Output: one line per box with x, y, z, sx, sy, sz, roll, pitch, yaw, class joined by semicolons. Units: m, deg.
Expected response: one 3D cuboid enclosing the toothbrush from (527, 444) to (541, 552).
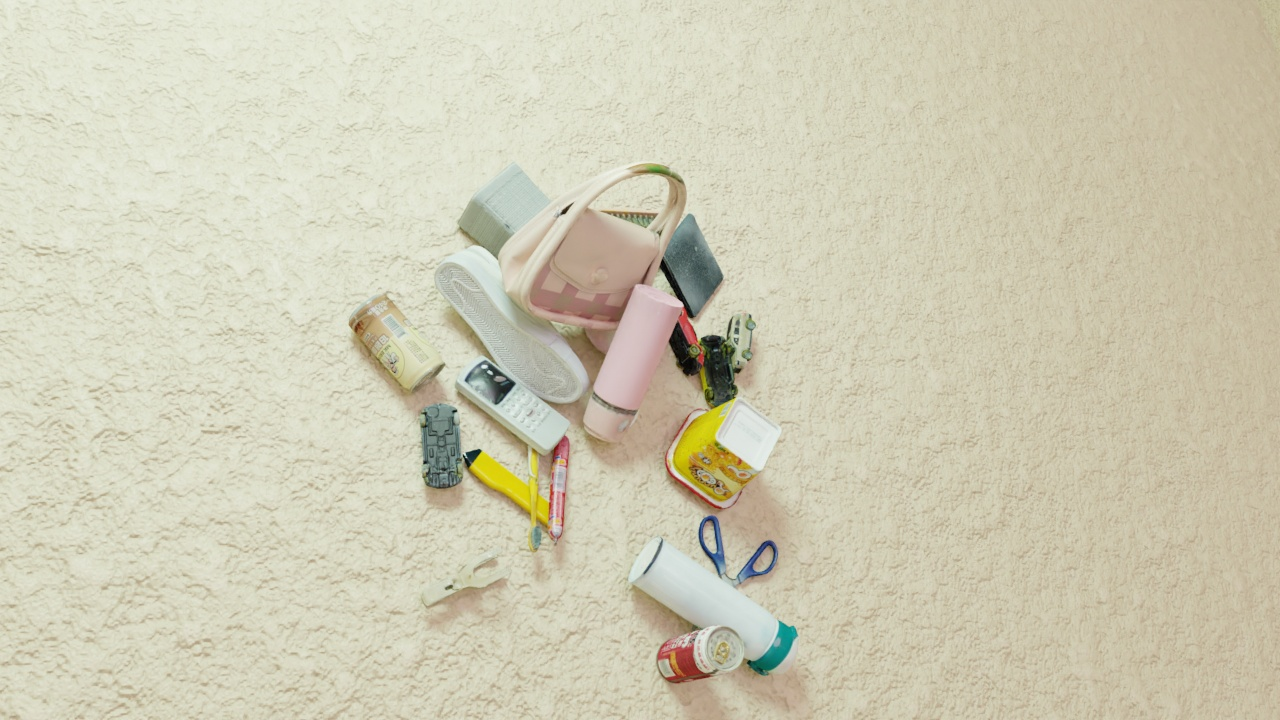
-0.128;0.142;1.118;0.016;0.018;0.191;16;52;-27;toothbrush

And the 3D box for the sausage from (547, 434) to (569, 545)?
-0.101;0.155;1.127;0.020;0.020;0.155;15;52;-18;sausage

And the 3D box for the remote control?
-0.159;0.054;1.144;0.150;0.021;0.058;37;47;2;remote control

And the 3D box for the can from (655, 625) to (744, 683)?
0.068;0.342;1.064;0.053;0.133;0.053;10;64;-20;can

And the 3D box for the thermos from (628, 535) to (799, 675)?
0.093;0.306;1.124;0.224;0.073;0.073;36;58;-7;thermos

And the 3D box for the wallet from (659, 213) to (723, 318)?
0.074;-0.135;1.320;0.097;0.019;0.121;-52;126;-32;wallet

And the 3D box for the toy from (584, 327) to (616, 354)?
-0.032;-0.076;1.259;0.121;0.054;0.159;-17;68;-27;toy

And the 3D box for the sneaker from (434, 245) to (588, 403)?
-0.153;-0.049;1.176;0.242;0.090;0.090;47;34;-7;sneaker

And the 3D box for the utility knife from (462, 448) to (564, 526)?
-0.154;0.159;1.115;0.154;0.015;0.033;39;48;-4;utility knife

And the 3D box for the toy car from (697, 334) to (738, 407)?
0.104;0.016;1.290;0.048;0.032;0.105;-7;82;-27;toy car

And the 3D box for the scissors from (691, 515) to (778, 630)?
0.117;0.279;1.188;0.174;0.012;0.162;-22;79;-30;scissors

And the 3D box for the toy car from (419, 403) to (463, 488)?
-0.237;0.102;1.092;0.049;0.031;0.105;-1;65;-15;toy car

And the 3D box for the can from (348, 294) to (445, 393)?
-0.294;-0.021;1.108;0.116;0.059;0.058;48;57;1;can

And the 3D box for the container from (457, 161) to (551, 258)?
-0.165;-0.184;1.224;0.114;0.090;0.090;44;58;-5;container

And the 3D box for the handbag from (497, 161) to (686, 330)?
-0.040;-0.148;1.109;0.193;0.235;0.093;10;39;-46;handbag

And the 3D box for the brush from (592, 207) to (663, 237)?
-0.028;-0.189;1.308;0.145;0.063;0.073;0;38;-22;brush

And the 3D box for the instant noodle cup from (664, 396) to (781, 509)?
0.113;0.114;1.193;0.116;0.124;0.115;37;57;-5;instant noodle cup

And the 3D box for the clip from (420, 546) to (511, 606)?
-0.199;0.252;1.054;0.104;0.084;0.035;-27;81;-6;clip

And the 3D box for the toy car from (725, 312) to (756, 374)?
0.142;-0.024;1.319;0.035;0.042;0.090;12;62;-9;toy car

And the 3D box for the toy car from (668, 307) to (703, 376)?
0.060;-0.029;1.279;0.031;0.049;0.106;-15;73;-28;toy car

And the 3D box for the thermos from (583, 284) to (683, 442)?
-0.007;0.007;1.161;0.067;0.199;0.087;33;20;34;thermos
